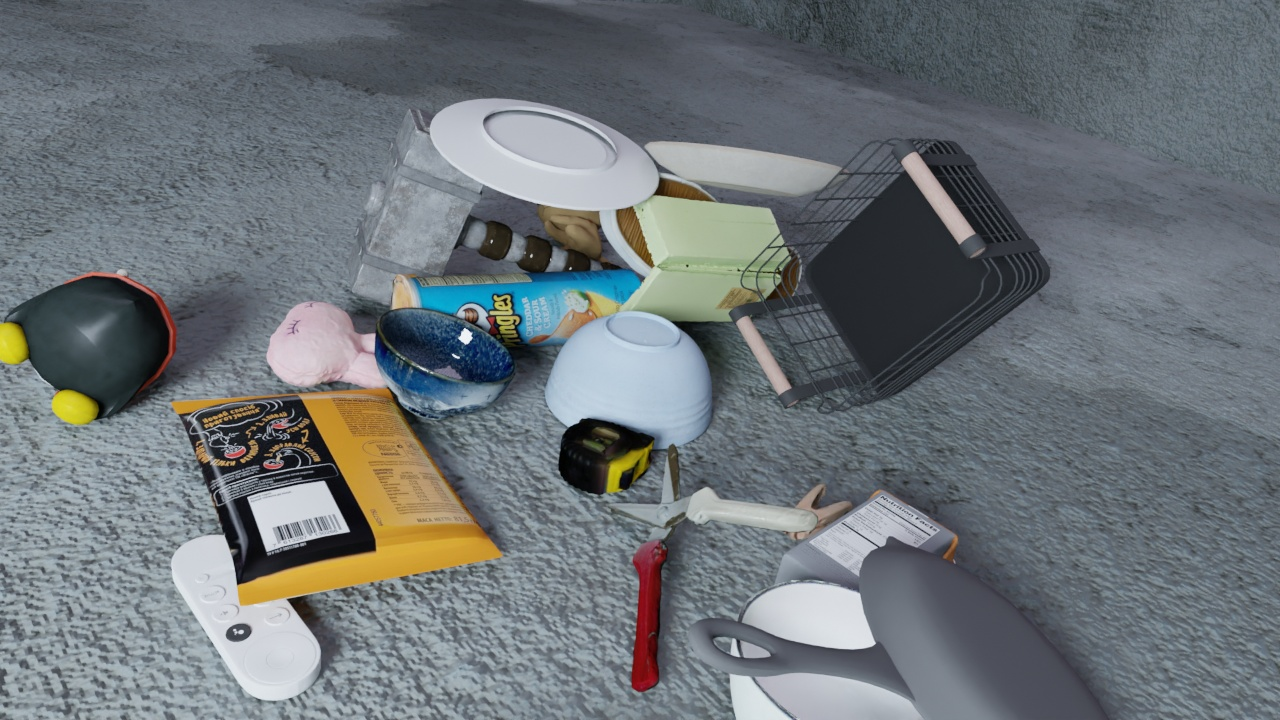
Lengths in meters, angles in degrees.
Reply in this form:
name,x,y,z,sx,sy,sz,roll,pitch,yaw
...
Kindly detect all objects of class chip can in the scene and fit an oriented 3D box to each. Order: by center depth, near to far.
name,x,y,z,sx,sy,sz,roll,pitch,yaw
chip can,-0.112,-0.047,0.854,0.229,0.080,0.080,-5,32,-28

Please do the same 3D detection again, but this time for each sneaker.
name,x,y,z,sx,sy,sz,roll,pitch,yaw
sneaker,0.046,-0.133,0.976,0.127,0.121,0.294,22,4,42

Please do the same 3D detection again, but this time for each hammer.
name,x,y,z,sx,sy,sz,roll,pitch,yaw
hammer,-0.116,-0.109,0.926,0.326,0.177,0.079,17,23,-29

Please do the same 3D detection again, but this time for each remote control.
name,x,y,z,sx,sy,sz,roll,pitch,yaw
remote control,-0.229,0.144,0.528,0.043,0.013,0.136,-18,39,-41

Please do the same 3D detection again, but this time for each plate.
name,x,y,z,sx,sy,sz,roll,pitch,yaw
plate,-0.082,-0.194,0.823,0.208,0.015,0.208,12,35,-9
plate,0.095,-0.171,0.841,0.189,0.027,0.188,8,9,-1

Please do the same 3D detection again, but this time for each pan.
name,x,y,z,sx,sy,sz,roll,pitch,yaw
pan,0.156,0.157,0.470,0.354,0.024,0.216,21,28,-37

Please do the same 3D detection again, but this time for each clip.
name,x,y,z,sx,sy,sz,roll,pitch,yaw
clip,0.136,0.120,0.689,0.041,0.024,0.060,25,41,29

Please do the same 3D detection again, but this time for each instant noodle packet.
name,x,y,z,sx,sy,sz,roll,pitch,yaw
instant noodle packet,-0.213,0.079,0.628,0.159,0.032,0.221,-3,31,-36

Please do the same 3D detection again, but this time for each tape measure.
name,x,y,z,sx,sy,sz,roll,pitch,yaw
tape measure,-0.031,0.071,0.702,0.067,0.038,0.062,21,30,17

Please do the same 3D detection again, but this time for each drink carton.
name,x,y,z,sx,sy,sz,roll,pitch,yaw
drink carton,0.153,0.142,0.624,0.076,0.049,0.124,32,35,34

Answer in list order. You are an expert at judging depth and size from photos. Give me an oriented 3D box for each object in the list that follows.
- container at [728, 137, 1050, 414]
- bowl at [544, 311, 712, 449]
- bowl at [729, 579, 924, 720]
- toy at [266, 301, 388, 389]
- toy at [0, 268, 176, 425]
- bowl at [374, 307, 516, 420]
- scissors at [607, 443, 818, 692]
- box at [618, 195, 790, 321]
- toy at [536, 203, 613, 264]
name,x,y,z,sx,sy,sz,roll,pitch,yaw
container,0.214,-0.073,0.820,0.130,0.242,0.162,-11,65,-42
bowl,-0.005,0.005,0.795,0.150,0.075,0.150,8,29,-4
bowl,0.102,0.185,0.510,0.116,0.066,0.116,8,29,-5
toy,-0.253,-0.008,0.766,0.105,0.053,0.108,18,24,-17
toy,-0.399,-0.017,0.688,0.099,0.097,0.119,-40,12,-4
bowl,-0.163,0.011,0.735,0.114,0.061,0.114,23,20,-9
scissors,0.036,0.112,0.585,0.015,0.180,0.198,44,34,-26
box,0.069,-0.093,0.883,0.187,0.130,0.064,-1,18,-45
toy,-0.074,-0.162,1.068,0.105,0.134,0.108,19,49,-33
